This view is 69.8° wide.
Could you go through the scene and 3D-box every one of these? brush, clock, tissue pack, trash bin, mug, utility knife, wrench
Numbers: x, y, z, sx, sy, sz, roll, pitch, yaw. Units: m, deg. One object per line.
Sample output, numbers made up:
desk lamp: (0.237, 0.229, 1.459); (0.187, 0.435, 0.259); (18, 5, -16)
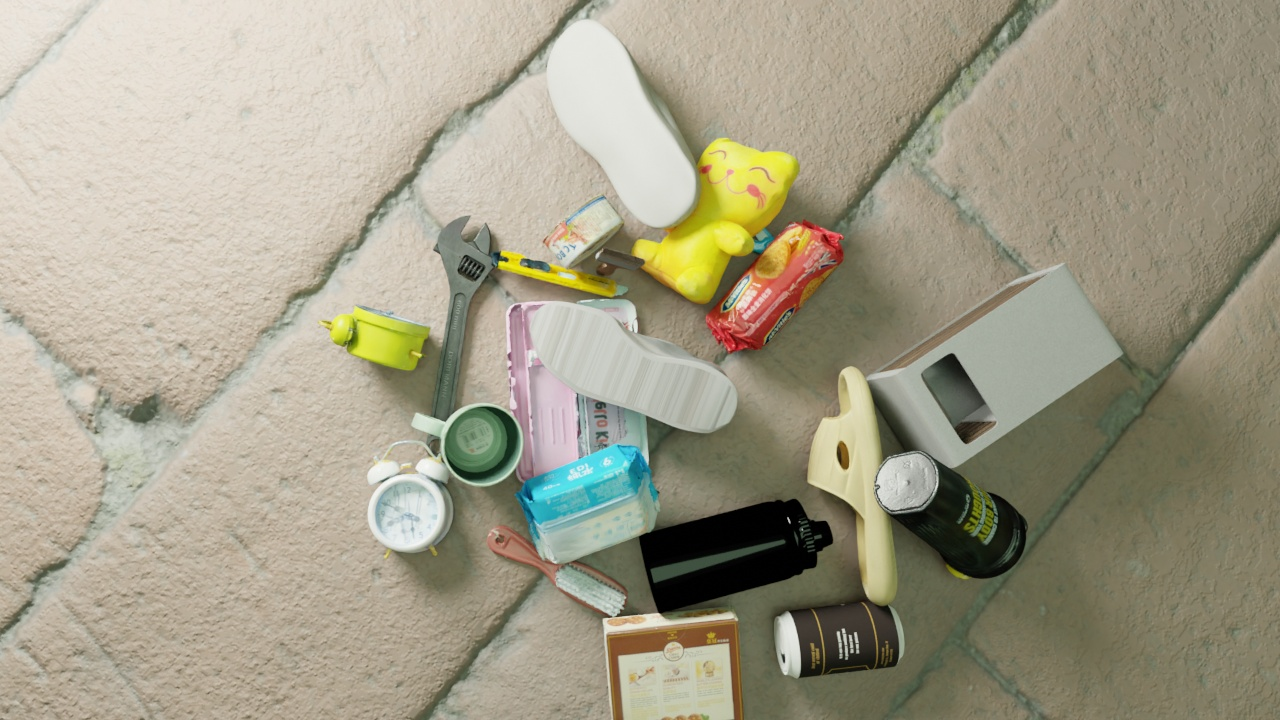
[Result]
brush: (-0.032, -0.102, 0.980); (0.045, 0.143, 0.008); (16, 85, -12)
clock: (-0.250, 0.149, 0.991); (0.089, 0.052, 0.125); (-4, 83, -4)
clock: (-0.285, -0.030, 0.986); (0.119, 0.083, 0.057); (17, 91, -6)
tissue pack: (-0.052, 0.152, 0.980); (0.144, 0.061, 0.093); (-20, 113, -4)
trash bin: (0.386, 0.008, 1.021); (0.228, 0.114, 0.114); (-32, 89, -6)
mug: (-0.185, 0.080, 0.965); (0.111, 0.104, 0.084); (21, 84, -16)
utility knife: (-0.091, -0.097, 1.031); (0.159, 0.017, 0.030); (16, 49, -12)
wrench: (-0.208, -0.027, 1.022); (0.073, 0.018, 0.273); (9, 86, -13)
brush: (-0.091, 0.231, 1.007); (0.172, 0.030, 0.041); (29, 83, -2)

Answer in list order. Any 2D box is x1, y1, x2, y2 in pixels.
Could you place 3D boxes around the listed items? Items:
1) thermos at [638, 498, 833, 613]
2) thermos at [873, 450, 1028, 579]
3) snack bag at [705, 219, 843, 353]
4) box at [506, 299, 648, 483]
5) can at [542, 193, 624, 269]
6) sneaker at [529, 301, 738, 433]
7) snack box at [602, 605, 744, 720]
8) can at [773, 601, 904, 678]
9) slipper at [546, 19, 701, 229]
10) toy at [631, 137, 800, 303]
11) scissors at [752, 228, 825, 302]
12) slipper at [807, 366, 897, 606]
thermos: (0.105, 0.207, 0.997); (0.198, 0.086, 0.086); (-14, 87, -6)
thermos: (0.330, 0.166, 0.973); (0.220, 0.098, 0.098); (32, 82, -40)
snack bag: (0.149, -0.080, 1.023); (0.082, 0.082, 0.176); (42, 91, -1)
box: (-0.071, 0.033, 1.023); (0.152, 0.037, 0.201); (-3, 86, -14)
can: (-0.062, -0.141, 1.010); (0.086, 0.086, 0.043); (-39, 91, -7)
sneaker: (-0.006, 0.006, 0.996); (0.236, 0.089, 0.099); (26, 93, 4)
snack box: (0.036, 0.345, 0.989); (0.143, 0.041, 0.147); (-5, 99, -5)
can: (0.217, 0.305, 1.006); (0.128, 0.072, 0.072); (-5, 86, -5)
slipper: (-0.007, -0.259, 1.028); (0.113, 0.080, 0.265); (-42, 70, 26)
toy: (0.090, -0.150, 1.017); (0.134, 0.087, 0.193); (27, 81, 39)
scissors: (0.153, -0.118, 1.064); (0.140, 0.013, 0.117); (11, 89, -3)
slipper: (0.225, 0.138, 1.001); (0.079, 0.111, 0.261); (-8, 84, 2)
